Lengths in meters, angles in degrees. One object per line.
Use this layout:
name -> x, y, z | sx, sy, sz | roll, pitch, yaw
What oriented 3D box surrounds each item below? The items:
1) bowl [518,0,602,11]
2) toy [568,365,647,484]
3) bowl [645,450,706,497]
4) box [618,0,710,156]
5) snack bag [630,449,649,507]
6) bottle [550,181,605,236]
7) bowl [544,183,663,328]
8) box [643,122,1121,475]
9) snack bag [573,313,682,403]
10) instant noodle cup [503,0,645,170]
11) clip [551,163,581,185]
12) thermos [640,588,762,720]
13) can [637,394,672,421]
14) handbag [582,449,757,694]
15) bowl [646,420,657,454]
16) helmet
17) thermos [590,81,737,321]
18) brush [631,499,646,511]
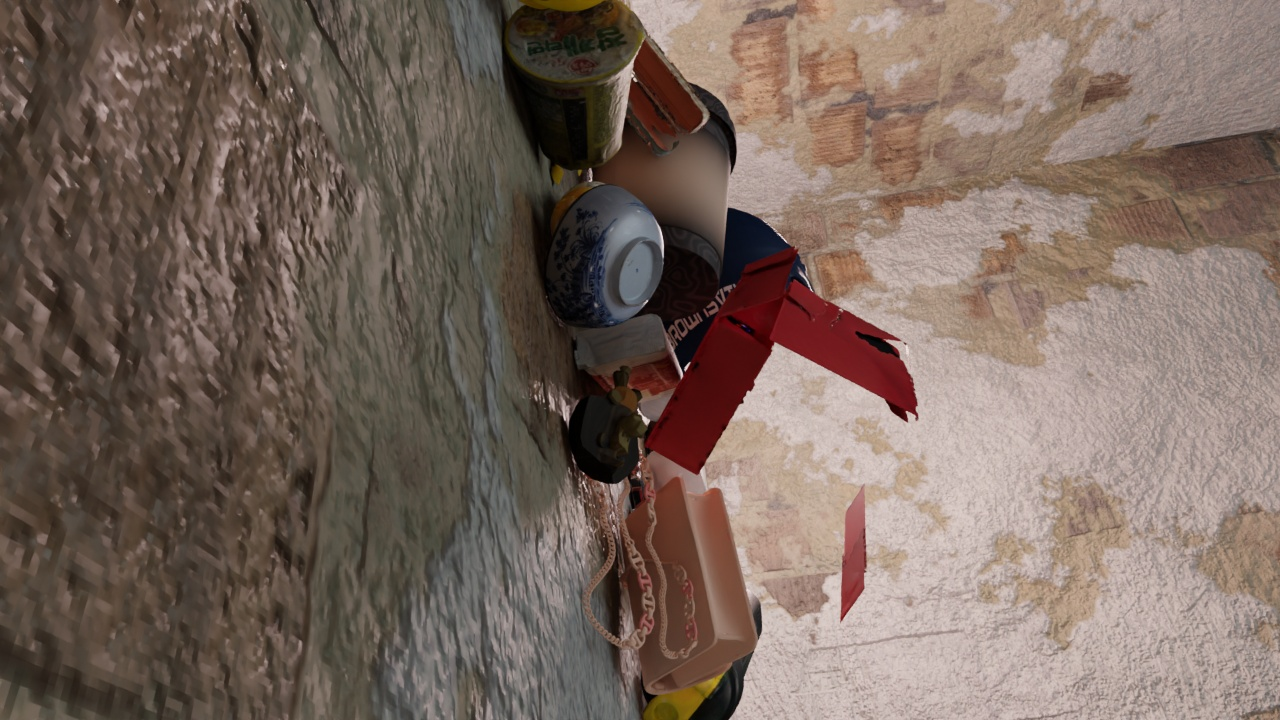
bowl -> -0.066, -0.288, 0.632 | 0.117, 0.068, 0.117 | 25, 46, -28
toy -> -0.019, 0.043, 0.696 | 0.076, 0.063, 0.099 | 55, 39, -36
bowl -> 0.035, 0.152, 1.071 | 0.105, 0.054, 0.105 | 161, -90, -73
box -> -0.010, -0.296, 0.918 | 0.187, 0.078, 0.054 | 50, -15, -2
snack bag -> 0.008, 0.182, 1.027 | 0.074, 0.018, 0.155 | -86, 167, -71
bottle -> -0.039, -0.118, 0.768 | 0.109, 0.063, 0.063 | -77, 157, -71
bowl -> -0.016, -0.072, 0.693 | 0.114, 0.045, 0.114 | -30, 132, -41
box -> 0.172, -0.072, 0.776 | 0.107, 0.411, 0.211 | 51, 21, -5
snack bag -> -0.005, 0.005, 0.861 | 0.225, 0.077, 0.041 | 60, 17, -76
instant noodle cup -> -0.047, -0.208, 0.701 | 0.108, 0.102, 0.102 | 90, -5, -60
clip -> -0.064, -0.180, 0.795 | 0.054, 0.045, 0.049 | -83, -172, -65
thermos -> 0.070, 0.288, 0.912 | 0.220, 0.098, 0.098 | -12, 93, -71
can -> 0.024, 0.039, 1.231 | 0.096, 0.054, 0.054 | -87, 167, -65
handbag -> -0.013, 0.168, 0.760 | 0.187, 0.117, 0.198 | 20, 44, -35
bowl -> 0.029, 0.122, 1.262 | 0.119, 0.032, 0.119 | -7, 89, -85
helmet -> 0.098, -0.085, 1.187 | 0.272, 0.233, 0.223 | 33, 28, -59
thermos -> 0.021, -0.171, 1.004 | 0.173, 0.173, 0.225 | 74, 16, -55
brush -> 0.015, 0.231, 0.954 | 0.030, 0.041, 0.172 | -7, 91, -67
